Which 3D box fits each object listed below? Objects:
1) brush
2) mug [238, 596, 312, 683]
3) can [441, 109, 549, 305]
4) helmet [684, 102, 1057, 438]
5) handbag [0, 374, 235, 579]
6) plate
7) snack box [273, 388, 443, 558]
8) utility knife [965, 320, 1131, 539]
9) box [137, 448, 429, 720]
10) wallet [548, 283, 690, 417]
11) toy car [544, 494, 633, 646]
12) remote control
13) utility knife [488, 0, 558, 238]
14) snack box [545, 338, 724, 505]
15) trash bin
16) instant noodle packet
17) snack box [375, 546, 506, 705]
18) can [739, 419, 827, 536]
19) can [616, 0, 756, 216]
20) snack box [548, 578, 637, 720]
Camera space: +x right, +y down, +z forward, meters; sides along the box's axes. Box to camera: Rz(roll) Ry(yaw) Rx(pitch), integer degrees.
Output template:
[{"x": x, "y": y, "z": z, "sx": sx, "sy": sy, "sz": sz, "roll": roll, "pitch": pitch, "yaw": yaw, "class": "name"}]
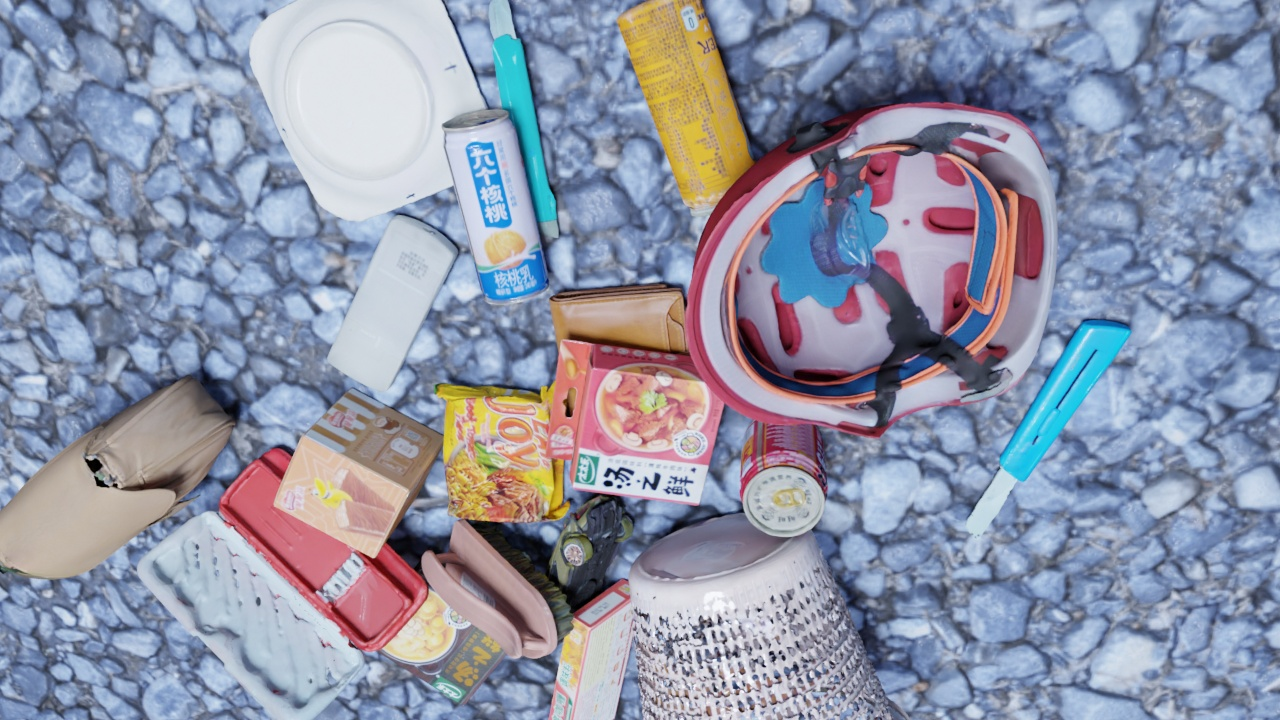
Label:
[{"x": -0.119, "y": 0.195, "z": 0.760, "sx": 0.146, "sy": 0.072, "sz": 0.063, "roll": 32, "pitch": 116, "yaw": 39, "class": "brush"}, {"x": -0.318, "y": 0.234, "z": 0.831, "sx": 0.124, "sy": 0.083, "sz": 0.103, "roll": 43, "pitch": 119, "yaw": 39, "class": "mug"}, {"x": -0.106, "y": -0.112, "z": 0.676, "sx": 0.053, "sy": 0.053, "sz": 0.135, "roll": -5, "pitch": 118, "yaw": 10, "class": "can"}, {"x": 0.138, "y": -0.066, "z": 0.611, "sx": 0.240, "sy": 0.143, "sz": 0.207, "roll": -14, "pitch": 115, "yaw": 0, "class": "helmet"}, {"x": -0.439, "y": 0.104, "z": 0.773, "sx": 0.205, "sy": 0.147, "sz": 0.100, "roll": -33, "pitch": 103, "yaw": 24, "class": "handbag"}, {"x": -0.202, "y": -0.192, "z": 0.676, "sx": 0.164, "sy": 0.034, "sz": 0.164, "roll": -18, "pitch": 108, "yaw": 15, "class": "plate"}, {"x": -0.232, "y": 0.092, "z": 0.767, "sx": 0.094, "sy": 0.092, "sz": 0.077, "roll": 29, "pitch": 114, "yaw": -5, "class": "snack box"}, {"x": 0.308, "y": 0.058, "z": 0.715, "sx": 0.034, "sy": 0.018, "sz": 0.208, "roll": 21, "pitch": 115, "yaw": -2, "class": "utility knife"}, {"x": -0.297, "y": 0.185, "z": 0.770, "sx": 0.201, "sy": 0.160, "sz": 0.050, "roll": 38, "pitch": 157, "yaw": 14, "class": "box"}, {"x": -0.004, "y": 0.004, "z": 0.732, "sx": 0.119, "sy": 0.035, "sz": 0.131, "roll": -3, "pitch": 115, "yaw": 13, "class": "wallet"}, {"x": -0.056, "y": 0.185, "z": 0.794, "sx": 0.042, "sy": 0.070, "sz": 0.158, "roll": 32, "pitch": 116, "yaw": 26, "class": "toy car"}, {"x": -0.202, "y": -0.045, "z": 0.744, "sx": 0.058, "sy": 0.021, "sz": 0.150, "roll": 31, "pitch": 114, "yaw": -5, "class": "remote control"}, {"x": -0.086, "y": -0.175, "z": 0.674, "sx": 0.029, "sy": 0.013, "sz": 0.178, "roll": 0, "pitch": 117, "yaw": 17, "class": "utility knife"}, {"x": -0.007, "y": 0.049, "z": 0.707, "sx": 0.127, "sy": 0.044, "sz": 0.113, "roll": 8, "pitch": 119, "yaw": -4, "class": "snack box"}, {"x": 0.085, "y": 0.235, "z": 0.730, "sx": 0.228, "sy": 0.227, "sz": 0.192, "roll": -14, "pitch": 97, "yaw": 14, "class": "trash bin"}, {"x": -0.115, "y": 0.077, "z": 0.772, "sx": 0.111, "sy": 0.044, "sz": 0.128, "roll": 2, "pitch": 113, "yaw": 3, "class": "instant noodle packet"}, {"x": -0.184, "y": 0.253, "z": 0.856, "sx": 0.113, "sy": 0.053, "sz": 0.126, "roll": 35, "pitch": 108, "yaw": -7, "class": "snack box"}, {"x": 0.111, "y": 0.087, "z": 0.713, "sx": 0.066, "sy": 0.093, "sz": 0.067, "roll": 3, "pitch": 113, "yaw": 7, "class": "can"}, {"x": 0.035, "y": -0.177, "z": 0.633, "sx": 0.058, "sy": 0.058, "sz": 0.146, "roll": -17, "pitch": 109, "yaw": 15, "class": "can"}, {"x": -0.043, "y": 0.279, "z": 0.826, "sx": 0.027, "sy": 0.076, "sz": 0.156, "roll": 26, "pitch": 117, "yaw": 29, "class": "snack box"}]
